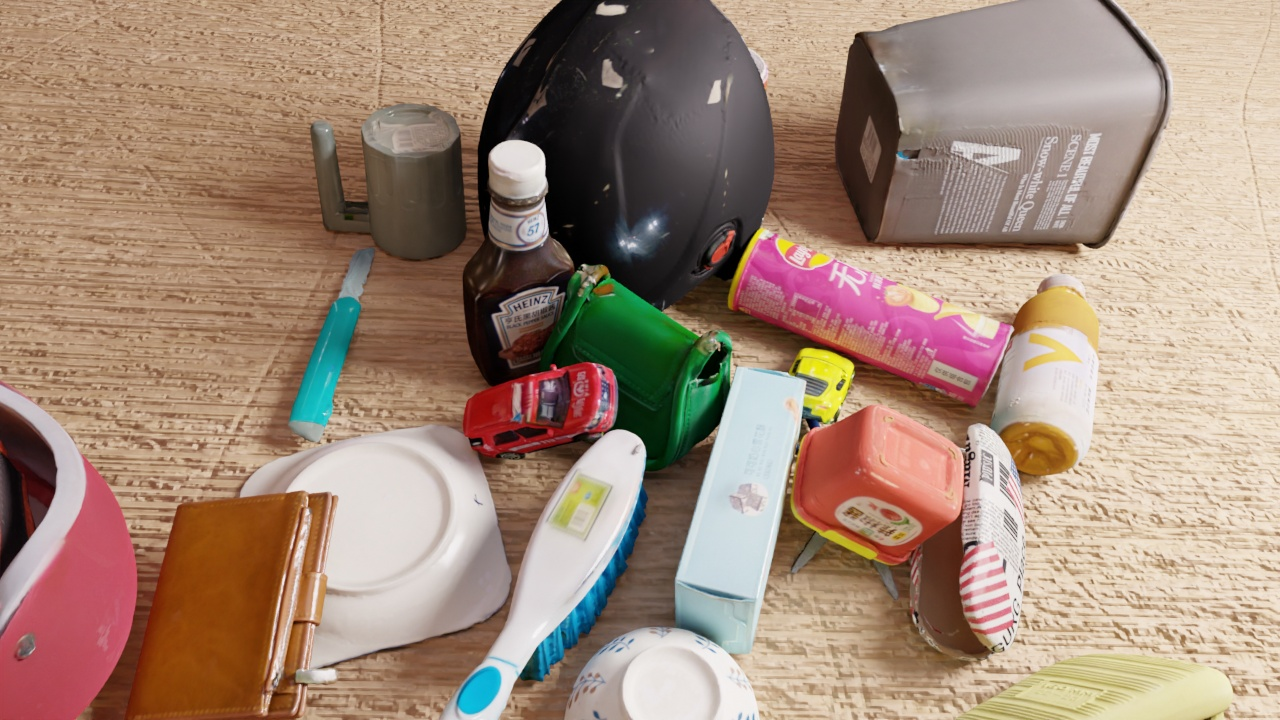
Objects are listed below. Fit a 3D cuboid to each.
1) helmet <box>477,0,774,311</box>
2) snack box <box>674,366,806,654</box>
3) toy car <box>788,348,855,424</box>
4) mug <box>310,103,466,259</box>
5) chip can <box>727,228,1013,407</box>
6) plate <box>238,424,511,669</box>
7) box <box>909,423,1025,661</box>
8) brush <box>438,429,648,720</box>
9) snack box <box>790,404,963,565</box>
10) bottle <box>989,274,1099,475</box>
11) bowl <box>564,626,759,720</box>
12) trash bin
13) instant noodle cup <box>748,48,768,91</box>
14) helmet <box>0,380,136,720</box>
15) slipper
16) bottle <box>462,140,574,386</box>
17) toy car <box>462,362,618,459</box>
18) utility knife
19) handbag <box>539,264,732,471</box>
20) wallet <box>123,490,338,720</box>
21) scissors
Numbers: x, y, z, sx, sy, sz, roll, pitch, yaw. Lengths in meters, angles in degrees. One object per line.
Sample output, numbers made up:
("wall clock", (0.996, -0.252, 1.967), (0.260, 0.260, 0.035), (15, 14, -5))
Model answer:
("helmet", (-0.016, -0.165, 0.737), (0.233, 0.230, 0.274), (25, 70, 18))
("snack box", (0.066, 0.093, 0.593), (0.052, 0.074, 0.174), (11, 51, 11))
("toy car", (0.134, 0.013, 0.693), (0.048, 0.032, 0.105), (18, 27, 15))
("mug", (-0.210, -0.151, 0.770), (0.124, 0.104, 0.083), (2, 47, -7))
("chip can", (0.179, -0.035, 0.732), (0.210, 0.072, 0.071), (24, 50, 14))
("plate", (-0.175, 0.107, 0.591), (0.163, 0.034, 0.164), (-12, 51, -17))
("box", (0.227, 0.112, 0.598), (0.075, 0.081, 0.163), (26, 47, -4))
("brush", (-0.065, 0.154, 0.509), (0.060, 0.110, 0.313), (22, 49, 10))
("snack box", (0.155, 0.076, 0.594), (0.091, 0.080, 0.081), (27, 51, -11))
("bottle", (0.319, 0.003, 0.714), (0.068, 0.068, 0.189), (20, 49, 12))
("bowl", (0.014, 0.197, 0.511), (0.113, 0.062, 0.113), (3, 49, -4))
("trash bin", (0.309, -0.210, 0.832), (0.219, 0.199, 0.198), (-7, 49, -4))
("instant noodle cup", (0.074, -0.247, 0.893), (0.111, 0.099, 0.111), (3, 46, -3))
("helmet", (-0.373, 0.140, 0.470), (0.239, 0.144, 0.207), (-36, 59, -16))
("slipper", (0.248, 0.220, 0.513), (0.190, 0.092, 0.081), (-8, 89, -26))
("bottle", (-0.085, -0.063, 0.643), (0.079, 0.195, 0.044), (-19, 53, -22))
("toy car", (-0.070, 0.034, 0.621), (0.121, 0.045, 0.052), (-16, 63, 30))
("utility knife", (-0.234, -0.020, 0.711), (0.029, 0.013, 0.221), (5, 44, -5))
("handbag", (-0.004, 0.004, 0.644), (0.131, 0.120, 0.067), (33, 47, 24))
("wallet", (-0.227, 0.139, 0.524), (0.119, 0.035, 0.130), (-6, 58, 9))
("scissors", (0.152, 0.088, 0.658), (0.162, 0.012, 0.175), (-20, 55, -21))
